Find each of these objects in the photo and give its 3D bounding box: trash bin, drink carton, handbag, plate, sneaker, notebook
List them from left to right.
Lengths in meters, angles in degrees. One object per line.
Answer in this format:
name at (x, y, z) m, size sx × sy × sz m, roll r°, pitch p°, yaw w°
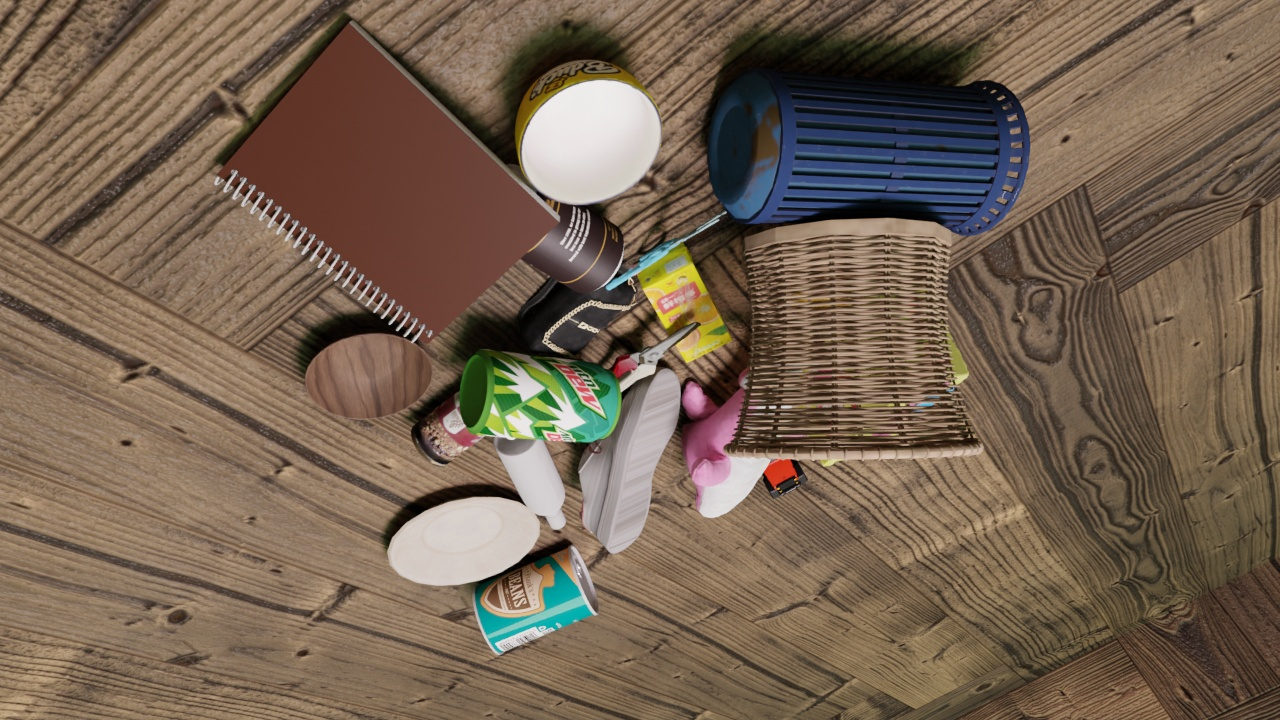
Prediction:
notebook at (-0.198, -0.127, 0.725) m, size 0.172 × 0.022 × 0.209 m, roll -39°, pitch 115°, yaw 19°
plate at (-0.222, 0.221, 1.153) m, size 0.188 × 0.027 × 0.189 m, roll -12°, pitch 139°, yaw -11°
handbag at (-0.059, -0.049, 0.916) m, size 0.129 × 0.054 × 0.079 m, roll -43°, pitch 147°, yaw 19°
sneaker at (-0.027, 0.106, 1.073) m, size 0.099 × 0.089 × 0.236 m, roll -10°, pitch 121°, yaw -54°
drink carton at (0.045, -0.058, 0.949) m, size 0.058 × 0.043 × 0.134 m, roll -26°, pitch 139°, yaw 6°
trash bin at (0.192, -0.182, 0.805) m, size 0.249 × 0.139 × 0.140 m, roll -2°, pitch 136°, yaw -20°

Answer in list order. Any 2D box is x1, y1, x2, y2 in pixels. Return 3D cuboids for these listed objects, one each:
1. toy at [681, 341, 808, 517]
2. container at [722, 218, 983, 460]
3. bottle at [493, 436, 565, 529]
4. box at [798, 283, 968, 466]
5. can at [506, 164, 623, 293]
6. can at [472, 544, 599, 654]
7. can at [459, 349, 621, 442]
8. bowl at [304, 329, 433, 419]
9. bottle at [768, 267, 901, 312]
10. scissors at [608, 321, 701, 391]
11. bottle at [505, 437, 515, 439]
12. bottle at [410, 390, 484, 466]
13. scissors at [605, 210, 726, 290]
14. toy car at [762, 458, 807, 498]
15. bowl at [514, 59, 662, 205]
toy at (0.105, 0.069, 1.067) m, size 0.186 × 0.128 × 0.266 m, roll -17°, pitch 142°, yaw -44°
container at (0.187, -0.013, 0.838) m, size 0.227 × 0.196 × 0.227 m, roll -1°, pitch 177°, yaw 0°
bottle at (-0.122, 0.145, 1.094) m, size 0.052 × 0.052 × 0.195 m, roll -19°, pitch 140°, yaw -3°
box at (0.261, 0.019, 1.032) m, size 0.079 × 0.124 × 0.221 m, roll -8°, pitch 156°, yaw -19°
can at (-0.078, -0.114, 0.810) m, size 0.072 × 0.071 × 0.128 m, roll -41°, pitch 136°, yaw 21°
can at (-0.141, 0.325, 1.248) m, size 0.144 × 0.099 × 0.099 m, roll -23°, pitch 140°, yaw 1°
can at (-0.099, 0.037, 0.910) m, size 0.144 × 0.083 × 0.083 m, roll 7°, pitch 132°, yaw -31°
bowl at (-0.264, 0.006, 0.893) m, size 0.119 × 0.032 × 0.119 m, roll -12°, pitch 139°, yaw -11°
bottle at (0.211, -0.076, 1.001) m, size 0.143 × 0.043 × 0.043 m, roll -8°, pitch 138°, yaw -15°
scissors at (-0.012, 0.005, 0.981) m, size 0.140 × 0.015 × 0.189 m, roll 0°, pitch 148°, yaw -9°
bottle at (-0.104, 0.042, 0.996) m, size 0.116 × 0.041 × 0.041 m, roll -31°, pitch 139°, yaw 11°
bottle at (-0.186, 0.061, 0.970) m, size 0.105 × 0.056 × 0.056 m, roll -36°, pitch 138°, yaw 16°
scissors at (0.029, -0.107, 0.857) m, size 0.139 × 0.118 × 0.015 m, roll -27°, pitch 100°, yaw 11°
toy car at (0.165, 0.121, 1.155) m, size 0.051 × 0.100 × 0.049 m, roll -30°, pitch 146°, yaw 5°
bowl at (-0.047, -0.192, 0.741) m, size 0.117 × 0.067 × 0.117 m, roll -12°, pitch 140°, yaw -11°
